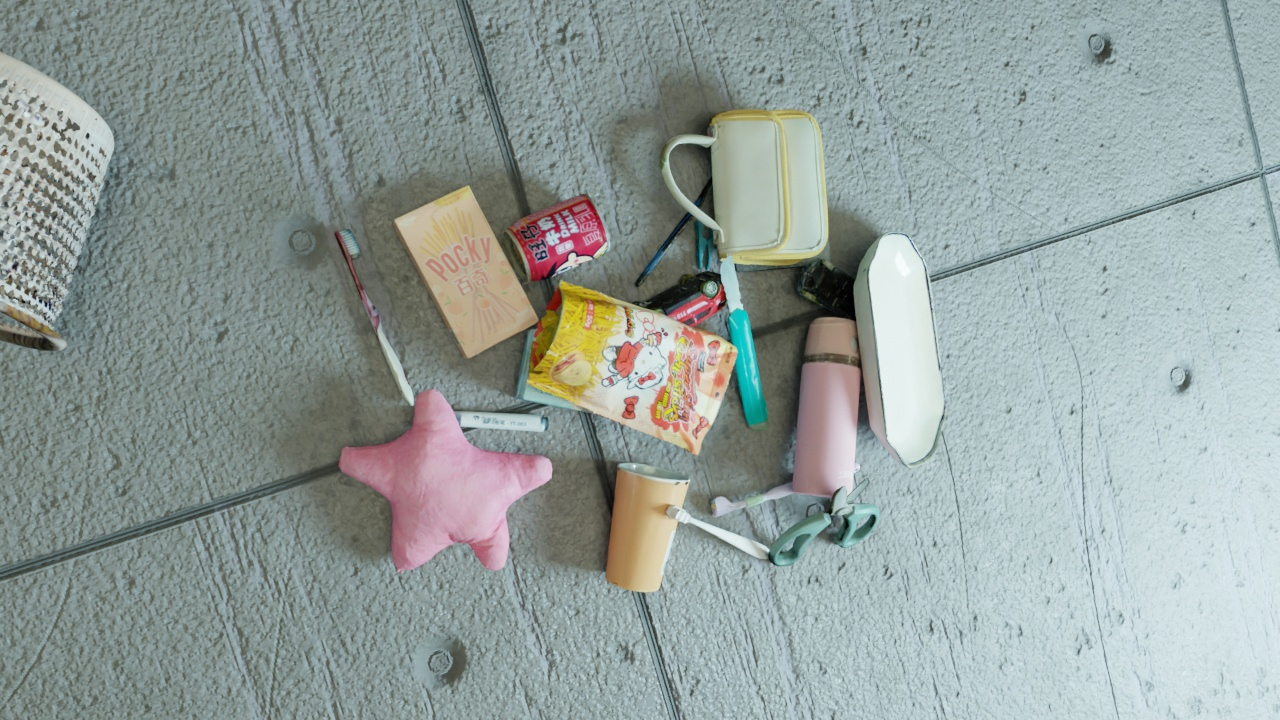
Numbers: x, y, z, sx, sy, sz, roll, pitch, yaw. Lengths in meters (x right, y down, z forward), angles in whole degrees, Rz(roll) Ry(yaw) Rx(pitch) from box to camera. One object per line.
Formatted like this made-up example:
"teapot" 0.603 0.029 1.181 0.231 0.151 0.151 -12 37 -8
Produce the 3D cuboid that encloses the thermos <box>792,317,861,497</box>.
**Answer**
"thermos" 0.216 0.054 1.029 0.087 0.067 0.198 18 74 -44

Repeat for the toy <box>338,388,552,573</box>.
"toy" -0.203 0.130 0.904 0.194 0.074 0.178 31 92 -11

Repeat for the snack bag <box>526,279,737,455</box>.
"snack bag" -0.005 0.005 0.919 0.207 0.073 0.128 21 80 -22

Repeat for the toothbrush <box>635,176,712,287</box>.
"toothbrush" 0.052 -0.154 1.009 0.016 0.014 0.189 42 78 -29

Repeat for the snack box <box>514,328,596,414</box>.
"snack box" -0.040 0.020 0.961 0.174 0.052 0.074 12 86 -17

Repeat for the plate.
"plate" 0.290 -0.012 1.042 0.161 0.034 0.266 -13 96 -49

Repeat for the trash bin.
"trash bin" -0.544 -0.139 0.741 0.227 0.228 0.191 22 71 -16

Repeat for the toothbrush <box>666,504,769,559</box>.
"toothbrush" 0.090 0.187 0.982 0.180 0.016 0.016 31 84 -41

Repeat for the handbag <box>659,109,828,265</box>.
"handbag" 0.110 -0.187 0.987 0.178 0.063 0.163 -2 87 -14

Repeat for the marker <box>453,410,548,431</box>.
"marker" -0.160 0.063 0.944 0.130 0.018 0.022 5 97 -16

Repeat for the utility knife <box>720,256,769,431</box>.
"utility knife" 0.113 -0.014 1.004 0.029 0.013 0.209 -19 111 -16

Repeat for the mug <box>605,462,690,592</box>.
"mug" 0.003 0.176 0.966 0.078 0.078 0.123 10 92 -17

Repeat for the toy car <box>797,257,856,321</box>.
"toy car" 0.220 -0.079 1.045 0.105 0.031 0.049 27 94 -28

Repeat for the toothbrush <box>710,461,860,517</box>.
"toothbrush" 0.167 0.144 1.042 0.189 0.021 0.029 -13 132 -18

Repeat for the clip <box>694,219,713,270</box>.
"clip" 0.071 -0.127 1.014 0.048 0.015 0.057 2 88 -19

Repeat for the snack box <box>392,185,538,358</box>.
"snack box" -0.177 -0.089 0.933 0.084 0.026 0.157 -29 98 -15

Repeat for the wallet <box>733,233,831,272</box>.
"wallet" 0.157 -0.152 1.039 0.120 0.019 0.097 -6 90 -15

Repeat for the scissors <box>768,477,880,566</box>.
"scissors" 0.195 0.180 0.997 0.169 0.178 0.019 -23 58 0

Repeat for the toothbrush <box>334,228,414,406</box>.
"toothbrush" -0.261 -0.042 0.915 0.017 0.016 0.187 -24 96 -25

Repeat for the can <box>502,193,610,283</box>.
"can" -0.087 -0.124 0.939 0.093 0.066 0.066 -25 97 -15

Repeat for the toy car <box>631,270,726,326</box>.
"toy car" 0.040 -0.056 0.984 0.120 0.053 0.045 -26 114 -19
